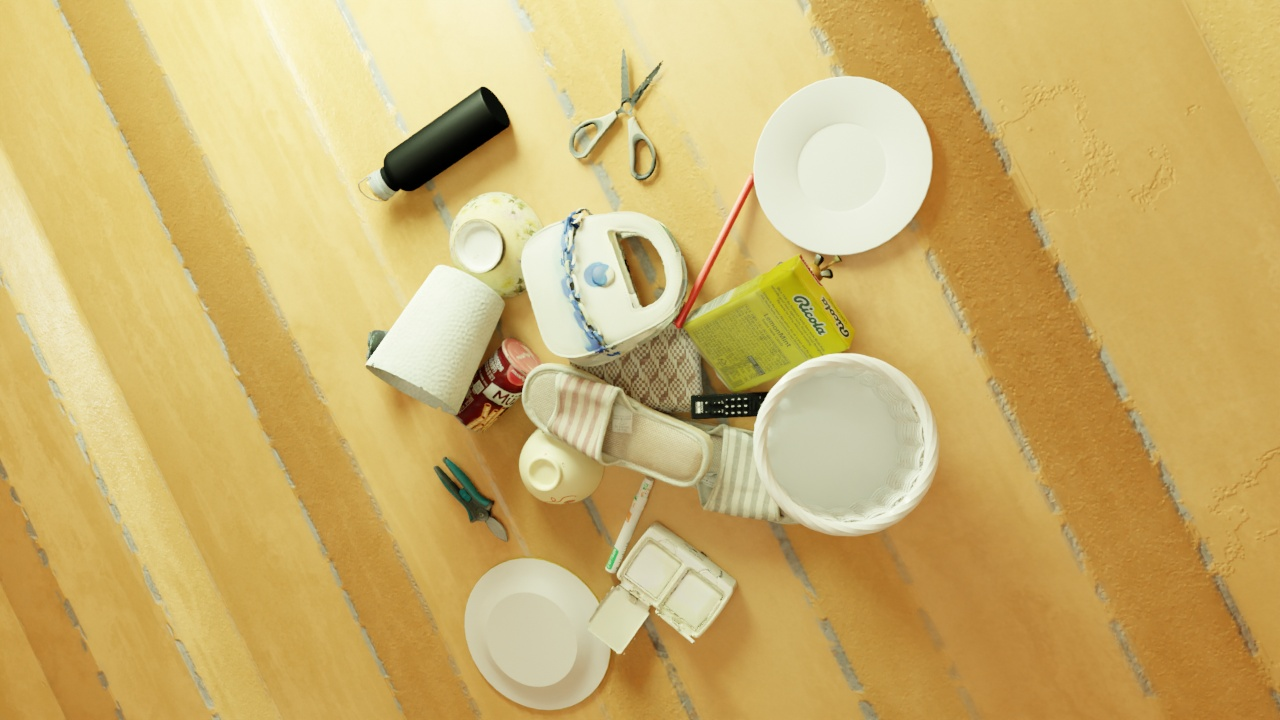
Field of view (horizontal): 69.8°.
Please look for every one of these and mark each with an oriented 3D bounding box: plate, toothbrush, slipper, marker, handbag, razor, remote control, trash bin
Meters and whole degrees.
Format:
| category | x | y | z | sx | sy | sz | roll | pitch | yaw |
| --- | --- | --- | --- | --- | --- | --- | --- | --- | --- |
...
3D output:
| category | x | y | z | sx | sy | sz | roll | pitch | yaw |
| --- | --- | --- | --- | --- | --- | --- | --- | --- | --- |
| plate | 0.240 | -0.231 | 1.099 | 0.209 | 0.015 | 0.208 | 3 | 99 | 17 |
| toothbrush | 0.089 | -0.138 | 1.146 | 0.018 | 0.012 | 0.212 | 29 | 96 | 26 |
| slipper | 0.100 | 0.136 | 1.180 | 0.273 | 0.054 | 0.114 | 19 | 98 | 15 |
| marker | -0.014 | 0.223 | 1.245 | 0.017 | 0.017 | 0.146 | 26 | 105 | 13 |
| handbag | -0.007 | 0.007 | 1.198 | 0.186 | 0.047 | 0.124 | -2 | 89 | 18 |
| slipper | -0.035 | 0.083 | 1.161 | 0.263 | 0.052 | 0.115 | 23 | 110 | 11 |
| razor | -0.316 | -0.019 | 1.283 | 0.140 | 0.064 | 0.053 | -2 | 77 | 7 |
| handbag | -0.042 | -0.099 | 1.151 | 0.200 | 0.093 | 0.200 | -23 | 74 | 9 |
| remote control | 0.132 | 0.056 | 1.150 | 0.140 | 0.009 | 0.030 | -2 | 98 | -7 |
| trash bin | -0.262 | -0.030 | 1.208 | 0.133 | 0.133 | 0.161 | 23 | 75 | 13 |
| plate | -0.153 | 0.395 | 1.311 | 0.230 | 0.021 | 0.230 | 3 | 99 | 17 |

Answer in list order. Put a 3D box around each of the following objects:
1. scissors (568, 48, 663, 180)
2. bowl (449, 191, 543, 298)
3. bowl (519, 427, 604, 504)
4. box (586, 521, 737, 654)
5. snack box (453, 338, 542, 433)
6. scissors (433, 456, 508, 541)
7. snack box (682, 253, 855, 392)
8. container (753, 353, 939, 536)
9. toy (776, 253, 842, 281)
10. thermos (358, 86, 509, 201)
| category | x | y | z | sx | sy | sz | roll | pitch | yaw |
| --- | --- | --- | --- | --- | --- | --- | --- | --- | --- |
| scissors | -0.023 | -0.305 | 1.174 | 0.171 | 0.012 | 0.157 | -28 | 91 | 20 |
| bowl | -0.203 | -0.153 | 1.227 | 0.145 | 0.063 | 0.145 | 2 | 98 | 17 |
| bowl | -0.117 | 0.144 | 1.236 | 0.118 | 0.074 | 0.118 | 3 | 98 | 17 |
| box | 0.017 | 0.332 | 1.207 | 0.143 | 0.098 | 0.184 | 34 | 106 | 10 |
| snack box | -0.196 | 0.035 | 1.248 | 0.121 | 0.072 | 0.072 | -43 | 84 | 19 |
| scissors | -0.246 | 0.204 | 1.316 | 0.139 | 0.019 | 0.136 | -1 | 100 | 17 |
| snack box | 0.150 | -0.039 | 1.103 | 0.181 | 0.045 | 0.121 | -26 | 110 | 40 |
| container | 0.222 | 0.093 | 1.040 | 0.189 | 0.187 | 0.189 | 0 | 86 | 6 |
| toy | 0.198 | -0.095 | 1.107 | 0.100 | 0.062 | 0.076 | -37 | 67 | 25 |
| thermos | -0.285 | -0.280 | 1.236 | 0.232 | 0.061 | 0.061 | -28 | 89 | 19 |
